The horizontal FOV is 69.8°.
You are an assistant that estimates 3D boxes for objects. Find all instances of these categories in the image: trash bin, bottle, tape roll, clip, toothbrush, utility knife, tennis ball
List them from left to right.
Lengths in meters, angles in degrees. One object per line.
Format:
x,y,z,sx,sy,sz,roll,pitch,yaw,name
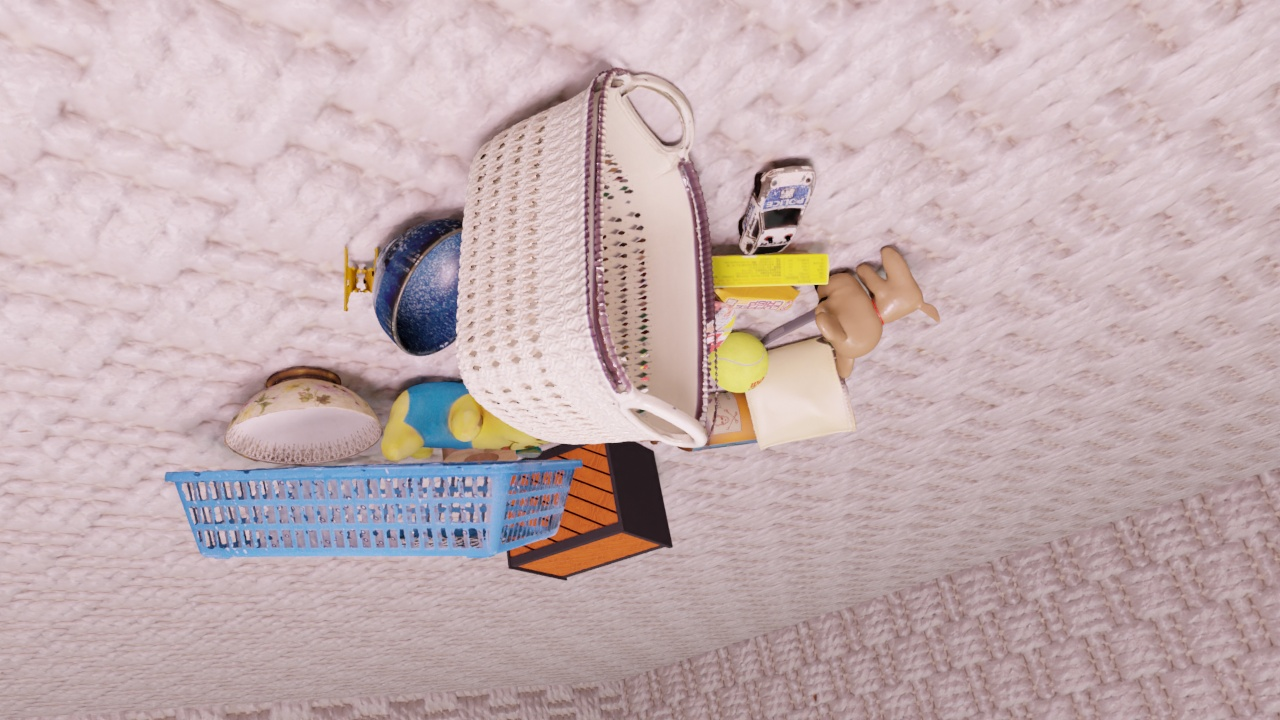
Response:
-0.226,-0.066,0.748,0.048,0.054,0.046,1,-178,22,clip
-0.198,0.109,1.134,0.094,0.027,0.094,-9,154,-5,tape roll
-0.130,0.100,1.077,0.031,0.015,0.175,-3,-176,-5,utility knife
-0.075,0.197,1.235,0.172,0.139,0.139,-22,153,21,trash bin
0.074,0.077,1.134,0.157,0.067,0.068,-6,154,-10,bottle
0.106,0.002,0.994,0.065,0.065,0.065,-9,155,-5,tennis ball
0.161,-0.035,1.003,0.168,0.012,0.013,-28,142,31,toothbrush

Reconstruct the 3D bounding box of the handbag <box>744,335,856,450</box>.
0.181,0.036,1.053,0.119,0.111,0.081,-14,-168,12,handbag

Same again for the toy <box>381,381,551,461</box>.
-0.161,0.058,0.977,0.214,0.084,0.149,-7,177,-8,toy

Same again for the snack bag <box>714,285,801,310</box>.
0.115,-0.063,0.917,0.099,0.020,0.026,1,153,-23,snack bag

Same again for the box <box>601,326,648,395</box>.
-0.004,0.016,0.948,0.107,0.095,0.103,-4,153,-11,box

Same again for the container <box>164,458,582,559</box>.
-0.263,0.152,0.962,0.363,0.089,0.257,-3,174,12,container

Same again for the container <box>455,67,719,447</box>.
-0.030,-0.058,0.628,0.143,0.251,0.184,-12,154,25,container

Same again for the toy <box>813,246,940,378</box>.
0.222,-0.051,0.903,0.108,0.105,0.134,-33,151,6,toy

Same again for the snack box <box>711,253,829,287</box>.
0.098,-0.083,0.840,0.148,0.029,0.040,-3,-172,-17,snack box

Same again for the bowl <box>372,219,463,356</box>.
-0.173,-0.066,0.727,0.114,0.061,0.114,-49,158,-28,bowl

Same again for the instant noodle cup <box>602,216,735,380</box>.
0.008,-0.056,0.762,0.100,0.112,0.100,-26,156,-12,instant noodle cup

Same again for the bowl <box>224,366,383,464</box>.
-0.334,0.050,0.913,0.145,0.063,0.145,-9,154,-5,bowl

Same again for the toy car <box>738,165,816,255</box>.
0.114,-0.122,0.771,0.048,0.040,0.113,-8,154,-10,toy car
